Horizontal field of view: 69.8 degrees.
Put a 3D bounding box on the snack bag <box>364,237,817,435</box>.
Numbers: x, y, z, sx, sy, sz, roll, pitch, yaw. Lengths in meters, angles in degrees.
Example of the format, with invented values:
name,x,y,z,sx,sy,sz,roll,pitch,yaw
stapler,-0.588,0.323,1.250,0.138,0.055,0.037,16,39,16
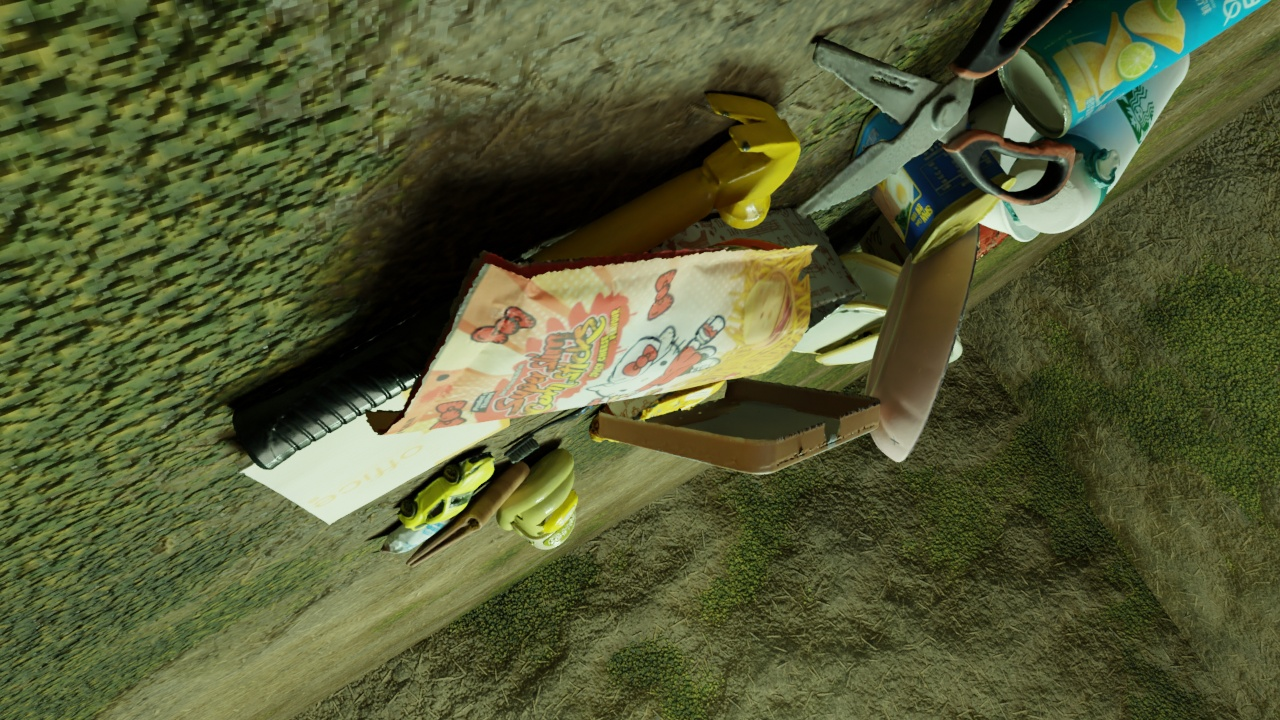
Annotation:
name,x,y,z,sx,sy,sz,roll,pitch,yaw
snack bag,-0.012,-0.015,0.428,0.207,0.073,0.129,-13,159,-42

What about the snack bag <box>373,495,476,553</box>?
name,x,y,z,sx,sy,sz,roll,pitch,yaw
snack bag,-0.202,0.153,0.859,0.104,0.026,0.048,-36,172,15

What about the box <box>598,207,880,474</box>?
name,x,y,z,sx,sy,sz,roll,pitch,yaw
box,0.069,0.010,0.622,0.151,0.166,0.181,-41,166,36

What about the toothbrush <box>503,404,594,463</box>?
name,x,y,z,sx,sy,sz,roll,pitch,yaw
toothbrush,-0.042,0.040,0.843,0.189,0.016,0.014,-32,177,-8

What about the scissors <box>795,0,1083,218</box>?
name,x,y,z,sx,sy,sz,roll,pitch,yaw
scissors,0.171,-0.131,0.478,0.225,0.015,0.189,-43,131,-4

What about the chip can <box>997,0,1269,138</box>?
name,x,y,z,sx,sy,sz,roll,pitch,yaw
chip can,0.337,-0.227,0.578,0.210,0.071,0.071,-33,169,5

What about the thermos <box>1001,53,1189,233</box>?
name,x,y,z,sx,sy,sz,roll,pitch,yaw
thermos,0.331,-0.170,0.660,0.223,0.073,0.073,-45,178,-33

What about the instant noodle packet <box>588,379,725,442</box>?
name,x,y,z,sx,sy,sz,roll,pitch,yaw
instant noodle packet,0.021,0.039,0.938,0.128,0.044,0.111,-18,169,-39

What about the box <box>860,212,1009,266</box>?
name,x,y,z,sx,sy,sz,roll,pitch,yaw
box,0.275,-0.118,0.832,0.078,0.091,0.168,-28,168,-11

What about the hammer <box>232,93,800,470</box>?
name,x,y,z,sx,sy,sz,roll,pitch,yaw
hammer,-0.050,-0.038,0.440,0.300,0.033,0.129,-31,168,-10

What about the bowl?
name,x,y,z,sx,sy,sz,roll,pitch,yaw
bowl,0.268,-0.151,0.700,0.065,0.118,0.118,9,-158,43

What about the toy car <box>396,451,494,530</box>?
name,x,y,z,sx,sy,sz,roll,pitch,yaw
toy car,-0.164,0.114,0.789,0.105,0.032,0.048,-39,167,25

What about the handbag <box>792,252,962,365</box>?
name,x,y,z,sx,sy,sz,roll,pitch,yaw
handbag,0.233,-0.028,0.873,0.164,0.178,0.063,144,-38,-71

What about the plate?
name,x,y,z,sx,sy,sz,roll,pitch,yaw
plate,0.207,-0.020,0.699,0.192,0.039,0.192,18,89,-81

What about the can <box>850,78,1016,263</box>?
name,x,y,z,sx,sy,sz,roll,pitch,yaw
can,0.182,-0.120,0.588,0.057,0.083,0.102,-32,169,-1

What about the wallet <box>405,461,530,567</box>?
name,x,y,z,sx,sy,sz,roll,pitch,yaw
wallet,-0.169,0.151,0.897,0.116,0.020,0.101,-36,-173,32

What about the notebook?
name,x,y,z,sx,sy,sz,roll,pitch,yaw
notebook,-0.146,0.047,0.555,0.145,0.010,0.207,-29,168,-15

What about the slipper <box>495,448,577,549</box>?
name,x,y,z,sx,sy,sz,roll,pitch,yaw
slipper,-0.102,0.157,0.996,0.091,0.081,0.191,-46,179,-24
